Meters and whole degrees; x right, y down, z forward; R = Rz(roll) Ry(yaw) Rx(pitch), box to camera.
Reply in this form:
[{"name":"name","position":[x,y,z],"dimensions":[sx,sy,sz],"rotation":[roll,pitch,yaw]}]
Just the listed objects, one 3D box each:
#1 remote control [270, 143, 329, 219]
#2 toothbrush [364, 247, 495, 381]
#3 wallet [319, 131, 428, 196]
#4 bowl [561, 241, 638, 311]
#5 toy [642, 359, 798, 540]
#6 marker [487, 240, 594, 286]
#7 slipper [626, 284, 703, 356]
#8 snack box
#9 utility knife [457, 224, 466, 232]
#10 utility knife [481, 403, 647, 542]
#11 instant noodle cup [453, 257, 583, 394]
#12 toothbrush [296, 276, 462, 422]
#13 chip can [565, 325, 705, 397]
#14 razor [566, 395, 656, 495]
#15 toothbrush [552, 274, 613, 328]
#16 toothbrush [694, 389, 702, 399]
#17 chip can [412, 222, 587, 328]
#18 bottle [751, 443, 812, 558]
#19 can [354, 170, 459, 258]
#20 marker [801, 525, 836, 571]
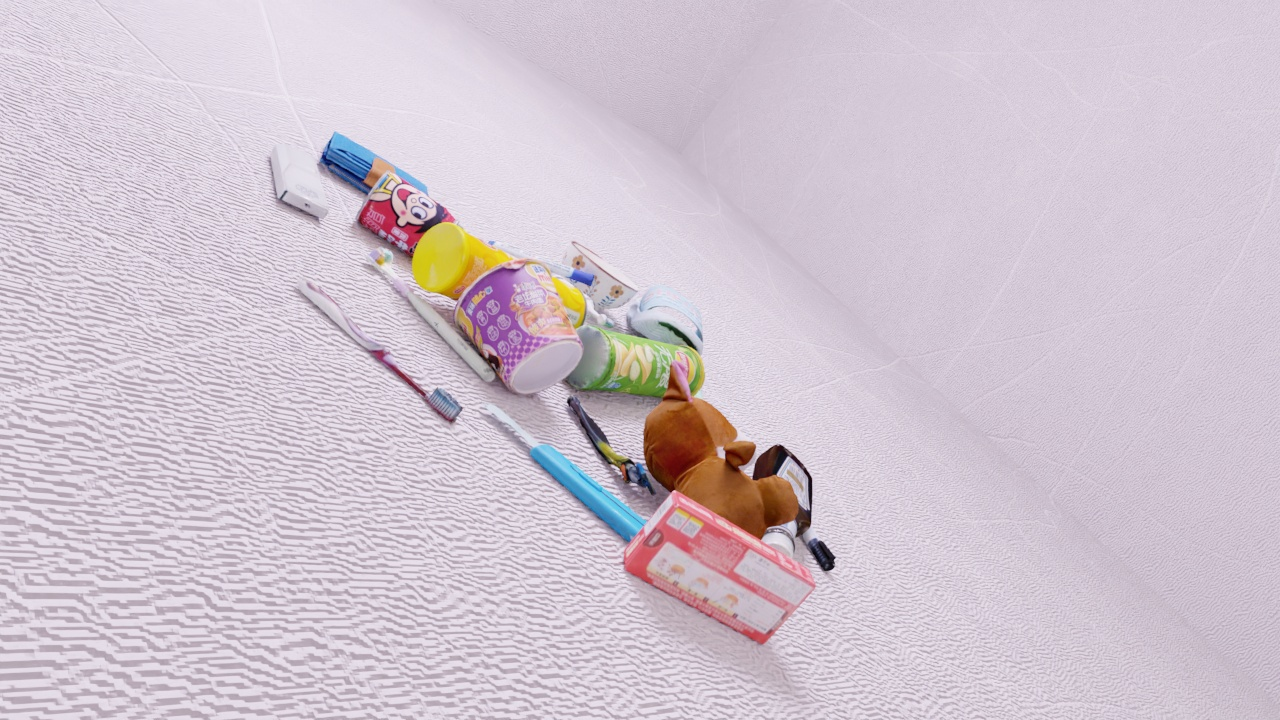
[{"name":"remote control","position":[-0.358,-0.191,0.964],"dimensions":[0.049,0.024,0.125],"rotation":[23,23,-38]},{"name":"toothbrush","position":[-0.205,-0.045,0.902],"dimensions":[0.189,0.020,0.029],"rotation":[45,44,17]},{"name":"wallet","position":[-0.319,-0.227,1.115],"dimensions":[0.133,0.040,0.106],"rotation":[29,15,-24]},{"name":"bowl","position":[-0.065,-0.107,1.257],"dimensions":[0.113,0.062,0.113],"rotation":[36,11,-8]},{"name":"toy","position":[0.069,0.105,0.889],"dimensions":[0.130,0.140,0.199],"rotation":[-7,43,-34]},{"name":"marker","position":[-0.131,-0.127,1.194],"dimensions":[0.146,0.017,0.016],"rotation":[19,17,3]},{"name":"slipper","position":[0.039,-0.058,1.277],"dimensions":[0.104,0.074,0.245],"rotation":[34,4,-12]},{"name":"snack box","position":[0.067,0.177,0.778],"dimensions":[0.153,0.075,0.025],"rotation":[32,17,-17]},{"name":"utility knife","position":[-0.185,-0.112,1.134],"dimensions":[0.030,0.020,0.195],"rotation":[2,44,-53]},{"name":"utility knife","position":[-0.061,0.102,0.814],"dimensions":[0.207,0.018,0.034],"rotation":[39,18,7]},{"name":"instant noodle cup","position":[-0.115,-0.028,0.905],"dimensions":[0.111,0.112,0.099],"rotation":[10,42,-56]},{"name":"toothbrush","position":[-0.224,-0.013,0.783],"dimensions":[0.187,0.017,0.016],"rotation":[41,17,7]},{"name":"chip can","position":[-0.006,0.006,1.076],"dimensions":[0.072,0.073,0.221],"rotation":[47,20,28]},{"name":"razor","position":[-0.036,0.081,0.910],"dimensions":[0.142,0.022,0.043],"rotation":[45,-16,36]},{"name":"toothbrush","position":[-0.076,-0.071,1.120],"dimensions":[0.026,0.027,0.221],"rotation":[26,5,-26]},{"name":"toothbrush","position":[0.068,0.065,1.153],"dimensions":[0.027,0.026,0.224],"rotation":[4,22,-3]},{"name":"chip can","position":[-0.144,-0.079,0.984],"dimensions":[0.072,0.072,0.213],"rotation":[49,15,32]},{"name":"bottle","position":[0.154,0.164,1.013],"dimensions":[0.080,0.044,0.194],"rotation":[46,23,-8]},{"name":"can","position":[-0.254,-0.154,1.005],"dimensions":[0.094,0.067,0.066],"rotation":[34,18,-13]},{"name":"marker","position":[0.194,0.195,1.077],"dimensions":[0.018,0.023,0.130],"rotation":[19,26,-31]}]
